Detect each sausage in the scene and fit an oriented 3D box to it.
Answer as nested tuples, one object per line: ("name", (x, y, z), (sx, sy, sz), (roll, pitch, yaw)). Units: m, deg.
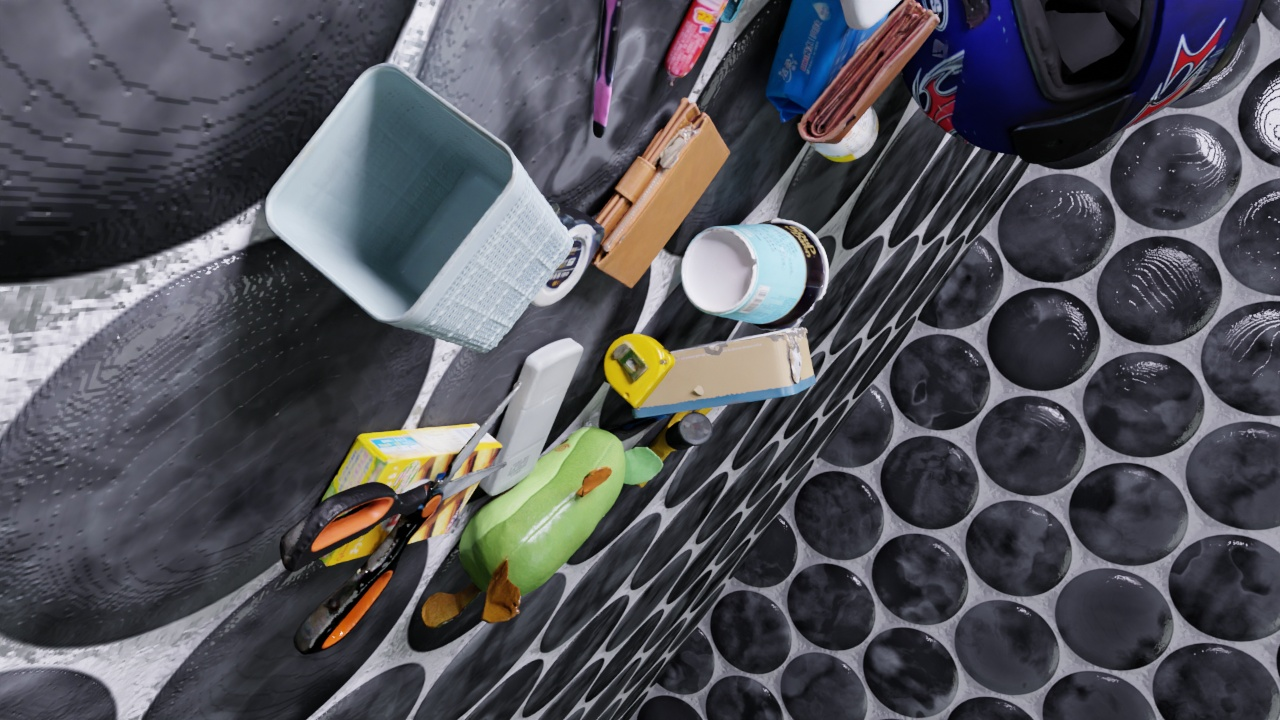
("sausage", (0.052, -0.239, 0.556), (0.020, 0.020, 0.156), (-21, 145, -57))

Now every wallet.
("wallet", (0.175, -0.214, 0.694), (0.125, 0.032, 0.101), (-50, 175, 26))
("wallet", (0.011, -0.117, 0.670), (0.132, 0.031, 0.107), (-54, 164, 6))

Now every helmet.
("helmet", (0.333, -0.299, 0.754), (0.241, 0.247, 0.315), (-10, 173, 12))

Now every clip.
("clip", (0.063, -0.243, 0.585), (0.054, 0.013, 0.034), (-55, 162, 16))

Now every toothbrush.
("toothbrush", (-0.008, 0.074, 1.013), (0.016, 0.014, 0.189), (-58, 162, 20))
("toothbrush", (-0.013, -0.196, 0.496), (0.017, 0.014, 0.190), (-55, 167, -34))

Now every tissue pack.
("tissue pack", (0.148, -0.262, 0.691), (0.094, 0.052, 0.157), (-40, 159, -37))

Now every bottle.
("bottle", (0.176, -0.216, 0.824), (0.063, 0.063, 0.108), (-57, 162, 15))

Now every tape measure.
("tape measure", (-0.005, 0.005, 0.819), (0.060, 0.057, 0.029), (-50, 164, 11))
("tape measure", (-0.060, -0.069, 0.588), (0.066, 0.033, 0.065), (-58, 159, 11))

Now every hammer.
("hammer", (0.041, 0.083, 0.998), (0.128, 0.033, 0.301), (-50, 178, -8))

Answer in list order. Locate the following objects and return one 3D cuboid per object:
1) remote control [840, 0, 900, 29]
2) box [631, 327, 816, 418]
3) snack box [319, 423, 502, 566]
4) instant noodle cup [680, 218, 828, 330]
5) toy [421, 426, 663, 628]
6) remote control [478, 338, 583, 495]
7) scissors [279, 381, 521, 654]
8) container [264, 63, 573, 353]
("remote control", (0.138, -0.284, 0.587), (0.055, 0.020, 0.136), (-44, 131, -17))
("box", (0.070, 0.013, 0.877), (0.185, 0.061, 0.089), (-12, -179, 29))
("snack box", (-0.163, 0.090, 0.645), (0.087, 0.034, 0.140), (-56, 159, 12))
("instant noodle cup", (0.099, -0.082, 0.851), (0.120, 0.111, 0.111), (-4, 130, -55))
("toy", (-0.090, 0.143, 0.823), (0.228, 0.090, 0.245), (-33, -171, 48))
("remote control", (-0.092, 0.047, 0.750), (0.058, 0.021, 0.150), (-28, 150, -51))
("scissors", (-0.159, 0.102, 0.600), (0.234, 0.022, 0.221), (-54, 165, 3))
("container", (-0.094, -0.063, 0.435), (0.090, 0.090, 0.111), (-52, 165, 1))
